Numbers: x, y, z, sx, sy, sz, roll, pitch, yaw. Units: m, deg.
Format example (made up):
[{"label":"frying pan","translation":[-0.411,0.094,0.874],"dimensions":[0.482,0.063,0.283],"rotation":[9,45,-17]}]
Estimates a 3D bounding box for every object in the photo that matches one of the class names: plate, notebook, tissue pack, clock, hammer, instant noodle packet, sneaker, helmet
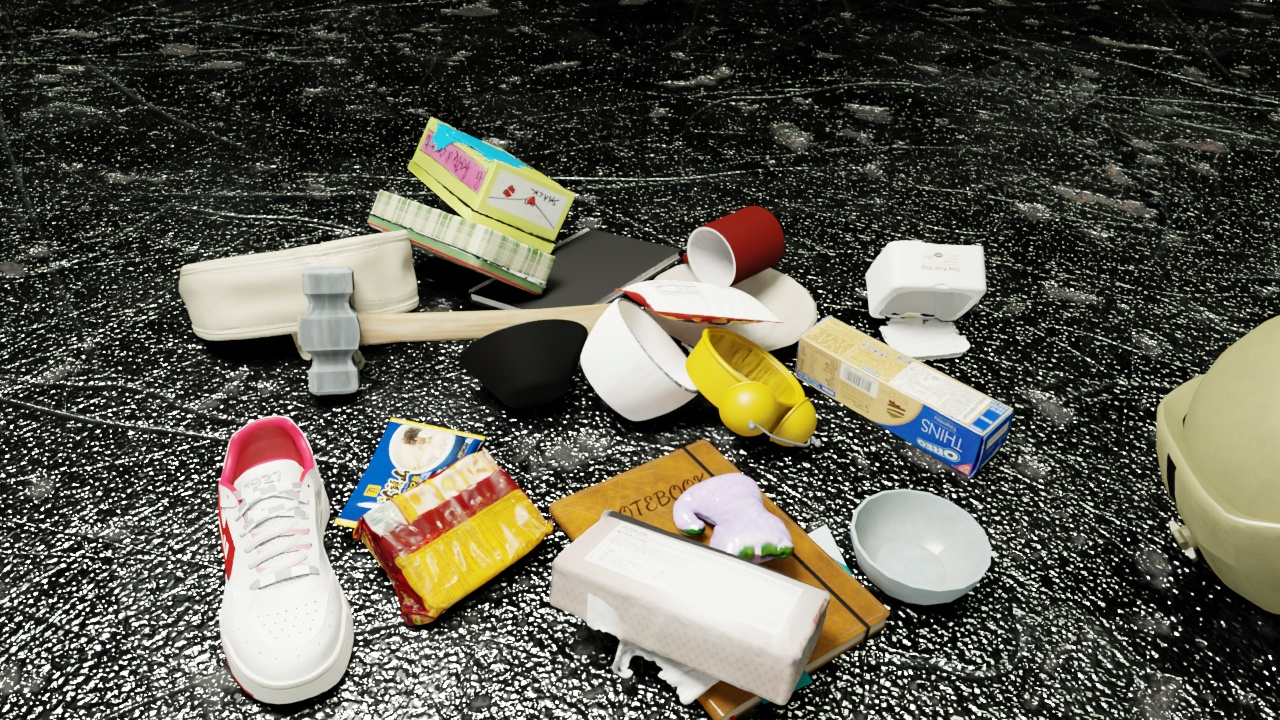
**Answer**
[{"label":"plate","translation":[0.098,-0.054,1.010],"dimensions":[0.189,0.027,0.188],"rotation":[2,36,-1]},{"label":"notebook","translation":[0.067,0.160,0.723],"dimensions":[0.178,0.014,0.249],"rotation":[-20,41,-28]},{"label":"notebook","translation":[-0.073,-0.098,1.052],"dimensions":[0.149,0.016,0.206],"rotation":[18,38,35]},{"label":"tissue pack","translation":[0.030,0.176,0.641],"dimensions":[0.181,0.071,0.103],"rotation":[19,24,19]},{"label":"clock","translation":[0.102,0.027,0.850],"dimensions":[0.113,0.052,0.152],"rotation":[16,28,-39]},{"label":"hammer","translation":[-0.165,-0.035,0.901],"dimensions":[0.322,0.117,0.051],"rotation":[-2,10,-13]},{"label":"instant noodle packet","translation":[-0.145,0.133,0.711],"dimensions":[0.135,0.040,0.098],"rotation":[-31,68,-37]},{"label":"sneaker","translation":[-0.268,0.128,0.671],"dimensions":[0.090,0.104,0.236],"rotation":[-9,38,-16]},{"label":"helmet","translation":[0.494,0.078,0.639],"dimensions":[0.233,0.256,0.249],"rotation":[9,35,3]},{"label":"instant noodle packet","translation":[-0.192,0.100,0.780],"dimensions":[0.087,0.026,0.134],"rotation":[11,36,0]}]

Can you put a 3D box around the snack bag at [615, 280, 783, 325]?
[{"label":"snack bag","translation":[0.055,-0.058,0.913],"dimensions":[0.130,0.039,0.144],"rotation":[4,11,-16]}]

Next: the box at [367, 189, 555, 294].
[{"label":"box","translation":[-0.200,-0.130,1.009],"dimensions":[0.206,0.050,0.117],"rotation":[22,3,36]}]

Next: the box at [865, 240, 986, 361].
[{"label":"box","translation":[0.305,-0.049,0.982],"dimensions":[0.110,0.103,0.130],"rotation":[5,70,-3]}]

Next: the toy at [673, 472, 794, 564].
[{"label":"toy","translation":[0.070,0.129,0.723],"dimensions":[0.080,0.036,0.099],"rotation":[-15,34,-7]}]

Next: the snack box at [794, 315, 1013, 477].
[{"label":"snack box","translation":[0.246,0.031,0.880],"dimensions":[0.056,0.057,0.207],"rotation":[-31,48,-32]}]

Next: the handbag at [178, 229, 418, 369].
[{"label":"handbag","translation":[-0.355,-0.060,0.963],"dimensions":[0.228,0.132,0.184],"rotation":[-11,13,-23]}]

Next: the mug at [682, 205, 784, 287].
[{"label":"mug","translation":[0.096,-0.125,1.033],"dimensions":[0.082,0.073,0.106],"rotation":[-27,16,-35]}]

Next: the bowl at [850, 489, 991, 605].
[{"label":"bowl","translation":[0.216,0.152,0.722],"dimensions":[0.106,0.039,0.106],"rotation":[2,36,-1]}]

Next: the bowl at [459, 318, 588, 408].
[{"label":"bowl","translation":[-0.103,0.012,0.865],"dimensions":[0.124,0.124,0.052],"rotation":[-10,71,-17]}]

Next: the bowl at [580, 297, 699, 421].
[{"label":"bowl","translation":[-0.005,0.005,0.859],"dimensions":[0.066,0.116,0.116],"rotation":[-41,36,15]}]

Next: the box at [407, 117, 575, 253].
[{"label":"box","translation":[-0.187,-0.218,1.125],"dimensions":[0.124,0.082,0.221],"rotation":[17,13,-41]}]
